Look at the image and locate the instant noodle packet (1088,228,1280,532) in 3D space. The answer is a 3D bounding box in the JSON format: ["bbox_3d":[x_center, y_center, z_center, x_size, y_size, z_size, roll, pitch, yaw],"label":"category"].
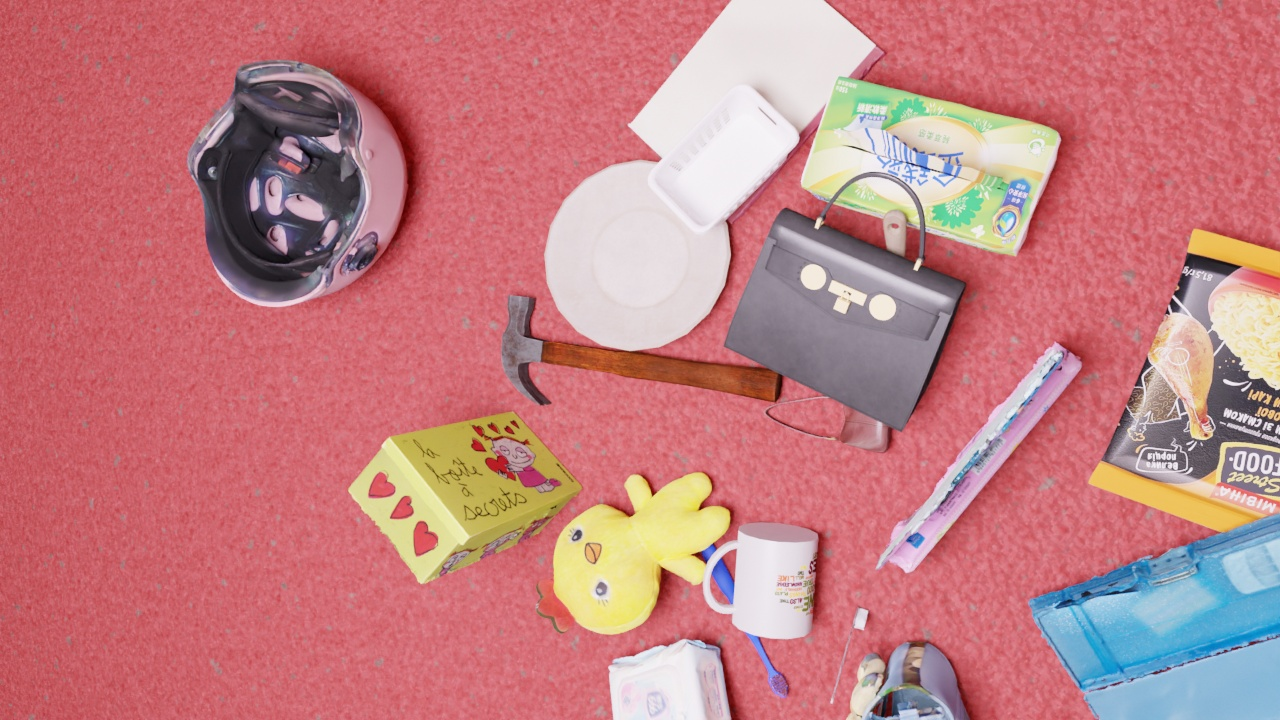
[{"bbox_3d":[0.478,0.026,0.721,0.160,0.032,0.221,21,100,17],"label":"instant noodle packet"}]

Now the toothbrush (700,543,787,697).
[{"bbox_3d":[0.099,0.248,0.905,0.016,0.018,0.182,-27,82,-5],"label":"toothbrush"}]

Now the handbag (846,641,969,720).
[{"bbox_3d":[0.237,0.352,0.804,0.119,0.121,0.192,-13,92,20],"label":"handbag"}]

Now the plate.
[{"bbox_3d":[-0.002,-0.103,0.916,0.189,0.027,0.188,-1,86,15],"label":"plate"}]

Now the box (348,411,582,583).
[{"bbox_3d":[-0.163,0.126,0.896,0.124,0.220,0.081,47,106,16],"label":"box"}]

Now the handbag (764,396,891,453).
[{"bbox_3d":[0.175,0.054,0.865,0.120,0.029,0.055,4,91,27],"label":"handbag"}]

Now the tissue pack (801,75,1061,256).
[{"bbox_3d":[0.237,-0.166,0.766,0.198,0.141,0.120,15,97,20],"label":"tissue pack"}]

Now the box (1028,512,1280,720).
[{"bbox_3d":[0.464,0.228,0.741,0.232,0.033,0.174,-30,97,26],"label":"box"}]

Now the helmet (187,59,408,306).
[{"bbox_3d":[-0.357,-0.183,0.995,0.230,0.152,0.256,24,102,16],"label":"helmet"}]

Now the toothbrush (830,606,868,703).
[{"bbox_3d":[0.180,0.250,0.785,0.010,0.181,0.010,13,102,17],"label":"toothbrush"}]

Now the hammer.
[{"bbox_3d":[-0.005,0.005,0.931,0.301,0.028,0.111,8,94,21],"label":"hammer"}]

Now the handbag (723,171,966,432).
[{"bbox_3d":[0.185,-0.068,0.784,0.176,0.072,0.196,27,129,18],"label":"handbag"}]

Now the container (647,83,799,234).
[{"bbox_3d":[0.079,-0.183,0.857,0.129,0.049,0.081,-44,77,9],"label":"container"}]

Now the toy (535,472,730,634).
[{"bbox_3d":[-0.007,0.192,0.908,0.208,0.092,0.133,-40,51,11],"label":"toy"}]

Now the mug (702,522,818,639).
[{"bbox_3d":[0.111,0.204,0.861,0.105,0.073,0.089,3,94,-4],"label":"mug"}]

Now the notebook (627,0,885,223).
[{"bbox_3d":[0.106,-0.259,0.884,0.153,0.012,0.209,46,107,13],"label":"notebook"}]

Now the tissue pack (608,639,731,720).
[{"bbox_3d":[0.031,0.365,0.874,0.112,0.070,0.181,-27,54,28],"label":"tissue pack"}]

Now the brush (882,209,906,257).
[{"bbox_3d":[0.225,-0.064,0.802,0.039,0.012,0.151,9,132,27],"label":"brush"}]

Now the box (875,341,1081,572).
[{"bbox_3d":[0.276,0.084,0.752,0.035,0.159,0.231,39,105,18],"label":"box"}]
